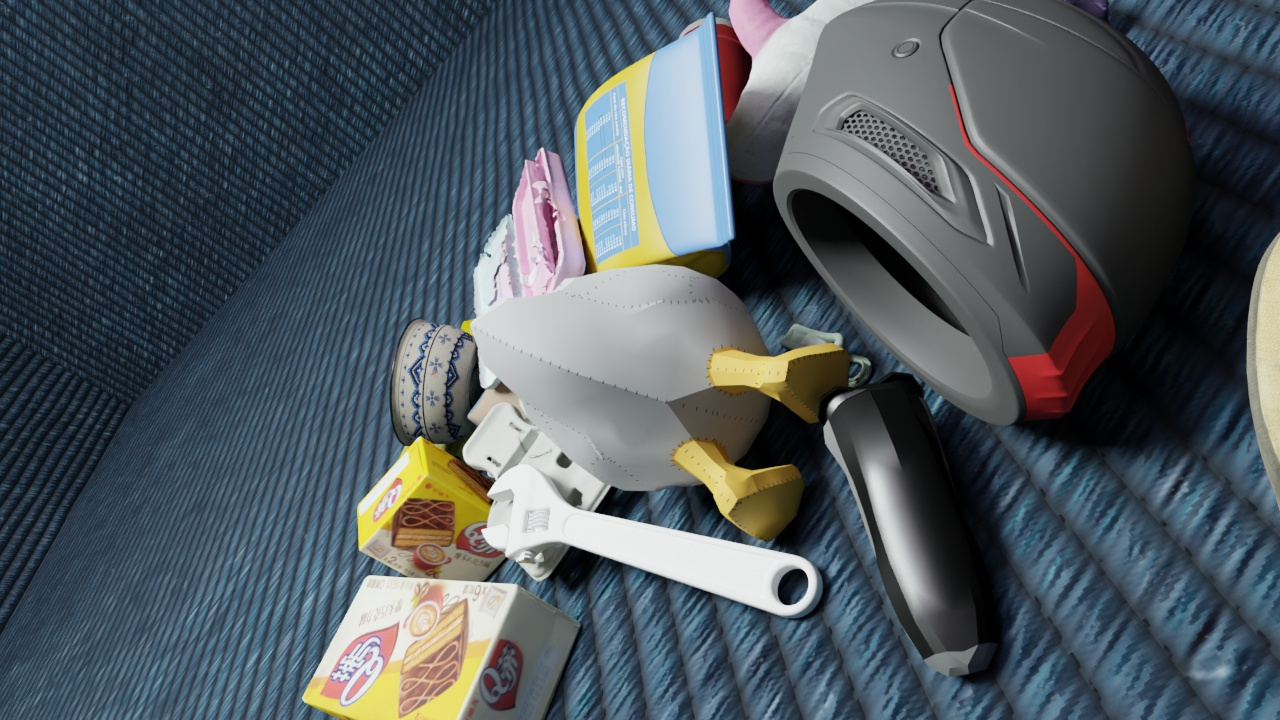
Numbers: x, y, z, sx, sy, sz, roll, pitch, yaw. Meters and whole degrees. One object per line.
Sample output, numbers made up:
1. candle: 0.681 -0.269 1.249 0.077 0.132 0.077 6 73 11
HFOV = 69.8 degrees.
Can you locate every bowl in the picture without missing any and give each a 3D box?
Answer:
1. bowl: -0.175 0.022 0.822 0.059 0.116 0.115 5 47 6

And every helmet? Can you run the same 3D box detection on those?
1. helmet: 0.172 -0.099 0.468 0.170 0.164 0.264 -37 43 -1

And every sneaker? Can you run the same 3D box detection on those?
1. sneaker: 0.292 -0.039 0.320 0.102 0.089 0.241 6 56 48

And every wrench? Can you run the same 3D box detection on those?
1. wrench: -0.007 0.113 0.573 0.274 0.018 0.066 5 67 42

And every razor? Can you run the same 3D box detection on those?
1. razor: 0.130 0.074 0.441 0.057 0.060 0.156 -15 40 7

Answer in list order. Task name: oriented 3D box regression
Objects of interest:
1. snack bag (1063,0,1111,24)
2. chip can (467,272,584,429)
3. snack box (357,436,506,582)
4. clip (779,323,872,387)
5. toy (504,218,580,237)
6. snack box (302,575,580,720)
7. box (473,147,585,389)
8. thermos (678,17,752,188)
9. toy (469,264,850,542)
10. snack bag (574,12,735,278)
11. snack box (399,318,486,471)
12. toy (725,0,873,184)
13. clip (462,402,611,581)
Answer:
1. snack bag: 0.206 -0.171 0.617 0.205 0.058 0.096 -46 29 8
2. chip can: -0.061 -0.025 0.813 0.229 0.080 0.080 -58 29 -13
3. snack box: -0.160 0.130 0.737 0.084 0.105 0.061 -47 30 7
4. clip: 0.115 -0.006 0.584 0.023 0.035 0.074 -53 22 -1
5. toy: -0.076 -0.101 0.904 0.108 0.106 0.134 -27 39 11
6. snack box: -0.151 0.221 0.663 0.231 0.061 0.109 -13 46 48
7. box: -0.100 -0.083 0.803 0.155 0.044 0.201 -59 28 31
8. thermos: 0.082 -0.251 0.877 0.108 0.084 0.198 -7 44 10
9. toy: -0.003 0.004 0.590 0.268 0.246 0.141 27 100 43
10. snack bag: 0.022 -0.140 0.689 0.205 0.102 0.159 159 107 -71
11. snack box: -0.169 0.035 0.931 0.121 0.045 0.180 -10 51 47
12. toy: 0.161 -0.244 0.738 0.266 0.186 0.127 -50 -13 5
13. clip: -0.068 0.091 0.705 0.125 0.091 0.151 -54 36 -9
